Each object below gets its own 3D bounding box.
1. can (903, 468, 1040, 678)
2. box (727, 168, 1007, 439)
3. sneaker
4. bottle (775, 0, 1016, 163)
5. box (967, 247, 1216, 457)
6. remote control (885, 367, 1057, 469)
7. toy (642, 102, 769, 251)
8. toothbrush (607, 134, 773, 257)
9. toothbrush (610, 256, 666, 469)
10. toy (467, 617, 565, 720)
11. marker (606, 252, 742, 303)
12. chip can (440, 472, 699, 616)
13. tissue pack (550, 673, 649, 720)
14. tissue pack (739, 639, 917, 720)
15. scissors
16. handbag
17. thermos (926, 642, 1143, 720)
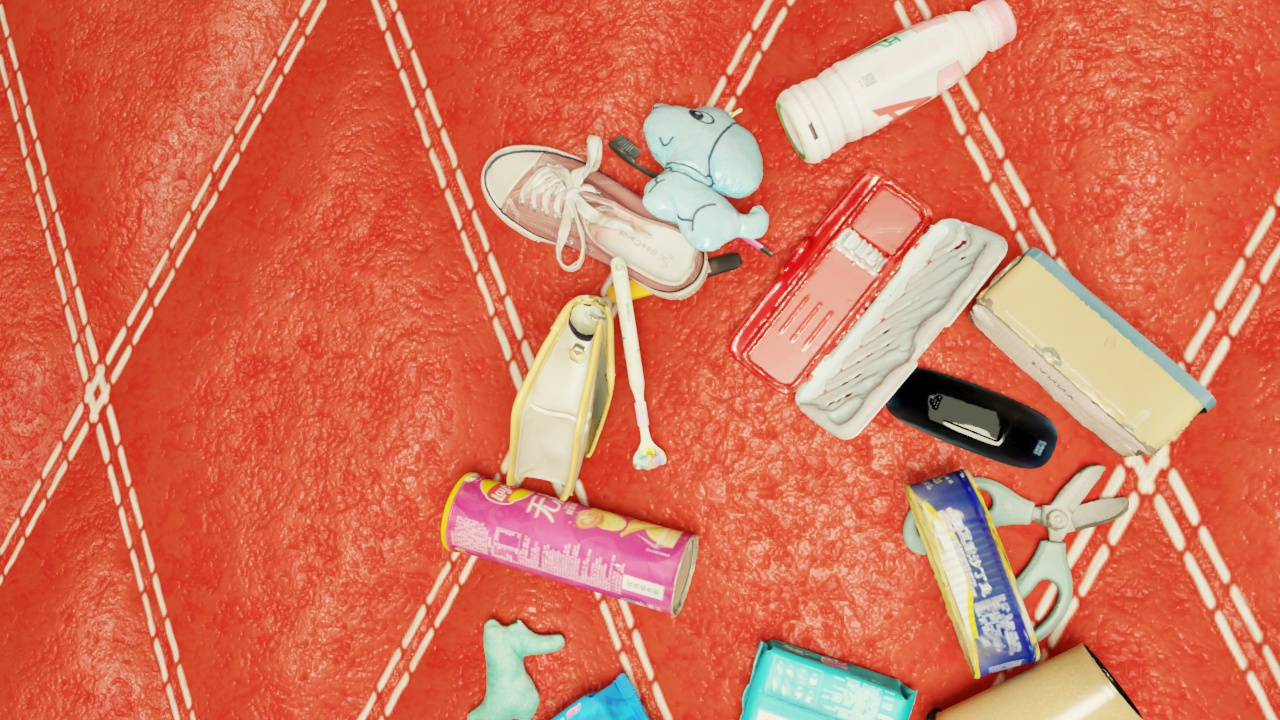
[{"bbox_3d":[0.245,0.157,0.684,0.049,0.074,0.148,-20,79,9],"label":"can"},{"bbox_3d":[0.182,-0.046,0.752,0.160,0.063,0.201,40,93,35],"label":"box"},{"bbox_3d":[-0.049,-0.133,0.802,0.241,0.088,0.118,32,86,21],"label":"sneaker"},{"bbox_3d":[0.214,-0.238,0.767,0.197,0.068,0.068,-27,77,6],"label":"bottle"},{"bbox_3d":[0.337,0.001,0.692,0.184,0.089,0.063,44,94,13],"label":"box"},{"bbox_3d":[0.265,0.045,0.737,0.136,0.024,0.053,22,90,16],"label":"remote control"},{"bbox_3d":[0.056,-0.166,0.785,0.161,0.050,0.155,38,56,16],"label":"toy"},{"bbox_3d":[0.045,-0.149,0.825,0.189,0.014,0.017,37,81,15],"label":"toothbrush"},{"bbox_3d":[-0.005,0.005,0.772,0.029,0.020,0.190,-10,109,-3],"label":"toothbrush"},{"bbox_3d":[-0.110,0.270,0.803,0.096,0.030,0.092,-9,83,7],"label":"toy"},{"bbox_3d":[0.030,-0.073,0.819,0.124,0.015,0.018,-15,75,10],"label":"marker"},{"bbox_3d":[-0.060,0.155,0.784,0.211,0.071,0.071,13,86,15],"label":"chip can"},{"bbox_3d":[-0.051,0.338,0.755,0.157,0.052,0.095,-39,55,7],"label":"tissue pack"},{"bbox_3d":[0.146,0.284,0.723,0.133,0.050,0.093,15,85,15],"label":"tissue pack"},{"bbox_3d":[0.303,0.156,0.717,0.177,0.019,0.172,-14,79,12],"label":"scissors"},{"bbox_3d":[-0.048,0.013,0.753,0.063,0.164,0.178,20,59,1],"label":"handbag"},{"bbox_3d":[0.279,0.269,0.663,0.143,0.093,0.093,-41,75,13],"label":"thermos"}]
